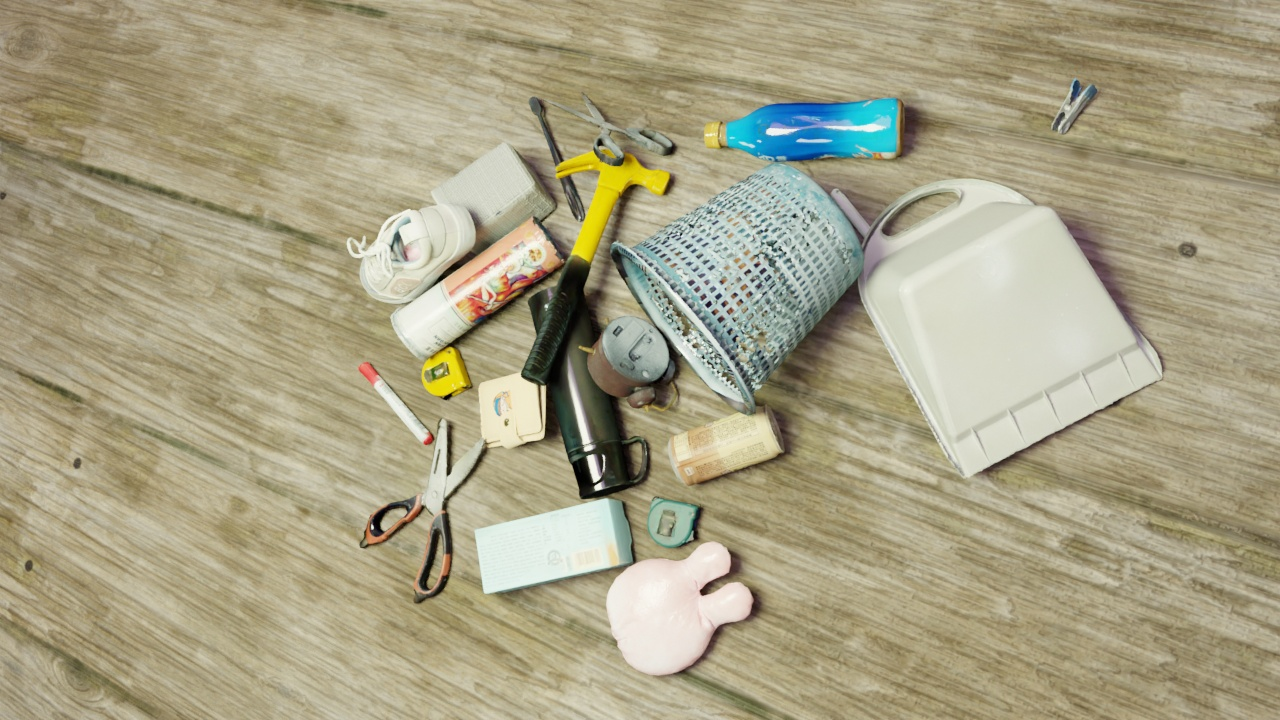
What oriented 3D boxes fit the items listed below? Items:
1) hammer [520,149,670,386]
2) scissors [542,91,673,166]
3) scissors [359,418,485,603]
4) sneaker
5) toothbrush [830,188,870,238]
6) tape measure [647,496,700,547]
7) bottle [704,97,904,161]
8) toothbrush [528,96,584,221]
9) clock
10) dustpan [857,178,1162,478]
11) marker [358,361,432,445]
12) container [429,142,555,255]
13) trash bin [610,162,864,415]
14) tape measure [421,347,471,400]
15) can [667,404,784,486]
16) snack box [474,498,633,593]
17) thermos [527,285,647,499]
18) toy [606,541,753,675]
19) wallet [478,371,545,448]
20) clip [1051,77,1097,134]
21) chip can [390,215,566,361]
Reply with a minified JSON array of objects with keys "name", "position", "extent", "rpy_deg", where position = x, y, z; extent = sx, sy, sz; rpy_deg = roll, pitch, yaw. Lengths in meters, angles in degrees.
[{"name":"hammer","position":[-0.070,-0.112,1.048],"extent":[0.129,0.033,0.300],"rpy_deg":[19,72,1]},{"name":"scissors","position":[-0.042,-0.278,1.101],"extent":[0.180,0.159,0.014],"rpy_deg":[16,128,1]},{"name":"scissors","position":[-0.259,0.184,1.119],"extent":[0.227,0.015,0.189],"rpy_deg":[-31,73,16]},{"name":"sneaker","position":[-0.297,-0.120,1.105],"extent":[0.243,0.090,0.089],"rpy_deg":[-20,89,48]},{"name":"toothbrush","position":[0.262,-0.114,0.993],"extent":[0.029,0.020,0.189],"rpy_deg":[-25,69,-18]},{"name":"tape measure","position":[0.035,0.180,1.015],"extent":[0.058,0.025,0.054],"rpy_deg":[8,82,21]},{"name":"bottle","position":[0.179,-0.255,1.022],"extent":[0.219,0.065,0.065],"rpy_deg":[3,81,20]},{"name":"toothbrush","position":[-0.104,-0.253,1.152],"extent":[0.016,0.018,0.181],"rpy_deg":[-24,75,8]},{"name":"clock","position":[-0.006,0.006,1.028],"extent":[0.122,0.081,0.055],"rpy_deg":[43,141,-4]},{"name":"dustpan","position":[0.350,-0.057,0.940],"extent":[0.223,0.142,0.258],"rpy_deg":[-28,101,4]},{"name":"marker","position":[-0.312,0.054,1.167],"extent":[0.145,0.017,0.017],"rpy_deg":[44,96,21]},{"name":"container","position":[-0.177,-0.196,1.128],"extent":[0.114,0.090,0.090],"rpy_deg":[-35,71,7]},{"name":"trash bin","position":[0.113,-0.089,0.950],"extent":[0.195,0.227,0.226],"rpy_deg":[-39,69,-5]},{"name":"tape measure","position":[-0.245,0.017,1.144],"extent":[0.057,0.029,0.060],"rpy_deg":[-27,72,14]},{"name":"can","position":[0.092,0.092,0.993],"extent":[0.116,0.058,0.058],"rpy_deg":[-21,74,15]},{"name":"snack box","position":[-0.099,0.212,1.043],"extent":[0.175,0.051,0.074],"rpy_deg":[-16,74,15]},{"name":"thermos","position":[-0.059,0.034,1.062],"extent":[0.090,0.069,0.242],"rpy_deg":[-12,76,-16]},{"name":"toy","position":[0.040,0.264,0.982],"extent":[0.160,0.054,0.121],"rpy_deg":[-29,79,13]},{"name":"wallet","position":[-0.152,0.060,1.082],"extent":[0.115,0.024,0.087],"rpy_deg":[-14,79,44]},{"name":"clip","position":[0.447,-0.261,0.950],"extent":[0.043,0.026,0.058],"rpy_deg":[40,103,36]},{"name":"chip can","position":[-0.196,-0.088,1.115],"extent":[0.215,0.071,0.071],"rpy_deg":[-34,71,6]}]
